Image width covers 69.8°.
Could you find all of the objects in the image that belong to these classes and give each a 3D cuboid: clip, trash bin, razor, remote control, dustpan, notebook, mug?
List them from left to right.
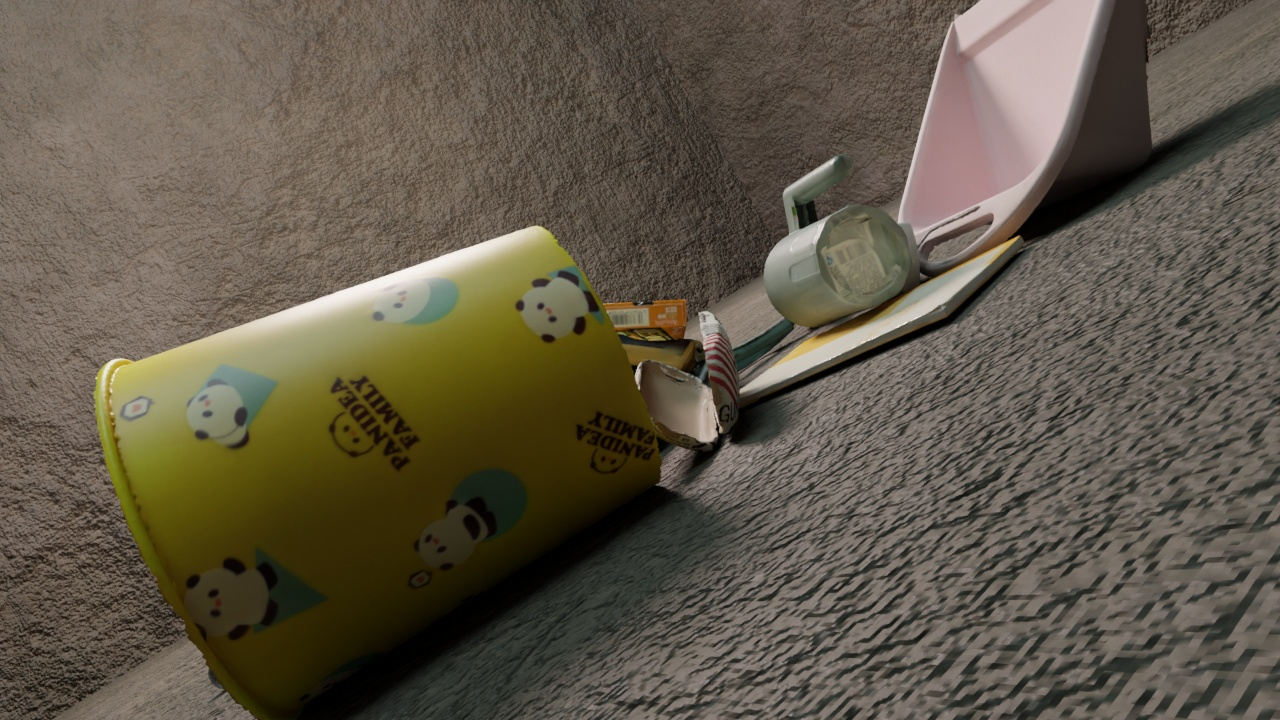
[{"bbox_3d":[-0.141,0.051,0.559,0.255,0.229,0.230,-26,1,-13],"label":"trash bin"},{"bbox_3d":[-0.005,0.005,0.792,0.062,0.167,0.067,113,162,-48],"label":"razor"},{"bbox_3d":[0.069,-0.001,0.941,0.034,0.066,0.099,-30,-9,19],"label":"clip"},{"bbox_3d":[0.152,-0.094,0.735,0.083,0.124,0.103,-11,-2,-13],"label":"mug"},{"bbox_3d":[0.159,-0.021,0.658,0.145,0.010,0.207,-32,2,-43],"label":"notebook"},{"bbox_3d":[0.205,-0.081,0.794,0.021,0.058,0.150,-9,1,-5],"label":"remote control"},{"bbox_3d":[0.282,-0.207,0.730,0.138,0.273,0.223,-6,-9,-18],"label":"dustpan"}]

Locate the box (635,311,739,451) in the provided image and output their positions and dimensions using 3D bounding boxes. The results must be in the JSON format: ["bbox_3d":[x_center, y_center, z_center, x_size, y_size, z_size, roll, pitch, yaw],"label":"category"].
[{"bbox_3d":[0.042,0.007,0.635,0.087,0.076,0.162,-61,2,10],"label":"box"}]

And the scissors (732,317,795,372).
[{"bbox_3d":[0.127,-0.033,0.871,0.181,0.019,0.170,-42,-17,9],"label":"scissors"}]

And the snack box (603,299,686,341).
[{"bbox_3d":[0.003,-0.031,0.863,0.075,0.026,0.154,-2,-7,0],"label":"snack box"}]

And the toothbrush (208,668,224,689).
[{"bbox_3d":[-0.356,0.268,0.943,0.026,0.027,0.220,-65,-9,17],"label":"toothbrush"}]
